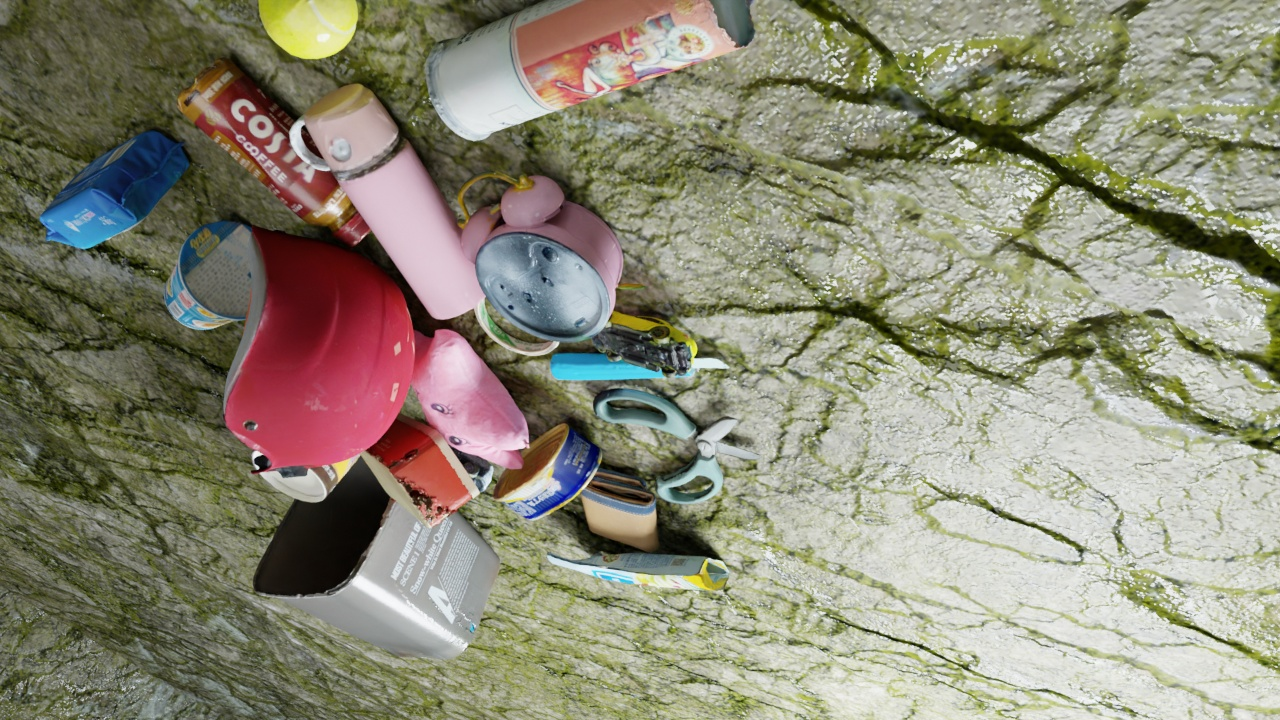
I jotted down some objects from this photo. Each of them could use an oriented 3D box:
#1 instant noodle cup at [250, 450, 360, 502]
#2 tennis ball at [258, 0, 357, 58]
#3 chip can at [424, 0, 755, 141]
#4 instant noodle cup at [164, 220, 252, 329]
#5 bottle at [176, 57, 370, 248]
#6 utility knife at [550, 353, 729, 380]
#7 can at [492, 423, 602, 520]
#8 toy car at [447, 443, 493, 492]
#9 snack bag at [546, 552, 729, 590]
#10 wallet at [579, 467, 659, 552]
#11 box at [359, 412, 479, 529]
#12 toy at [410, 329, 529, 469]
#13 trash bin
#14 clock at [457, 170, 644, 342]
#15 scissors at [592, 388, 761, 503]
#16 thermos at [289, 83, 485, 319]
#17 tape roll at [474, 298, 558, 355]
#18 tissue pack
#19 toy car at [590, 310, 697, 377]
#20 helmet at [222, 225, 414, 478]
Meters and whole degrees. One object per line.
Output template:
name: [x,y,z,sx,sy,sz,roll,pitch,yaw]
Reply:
instant noodle cup: [-0.366,0.087,1.037,0.118,0.114,0.119,15,139,13]
tennis ball: [-0.233,-0.246,0.644,0.065,0.065,0.066,14,139,13]
chip can: [-0.036,-0.203,0.587,0.215,0.071,0.071,-8,130,33]
instant noodle cup: [-0.422,-0.075,0.912,0.110,0.099,0.099,-16,126,46]
bottle: [-0.297,-0.168,0.768,0.058,0.057,0.175,-24,120,42]
utility knife: [-0.005,0.005,0.837,0.179,0.018,0.034,0,148,26]
can: [-0.099,0.120,0.966,0.049,0.074,0.149,36,139,-17]
toy car: [-0.207,0.113,1.046,0.090,0.034,0.043,33,147,13]
snack bag: [-0.003,0.238,1.051,0.191,0.039,0.110,-1,173,26]
wallet: [-0.022,0.164,1.003,0.090,0.033,0.115,15,144,16]
box: [-0.245,0.118,0.962,0.168,0.077,0.091,10,133,59]
toy: [-0.171,0.037,0.905,0.179,0.074,0.195,26,148,33]
trash bin: [-0.309,0.251,1.137,0.199,0.198,0.220,-10,135,35]
clock: [-0.083,-0.088,0.745,0.158,0.059,0.117,43,138,-22]
scissors: [0.024,0.079,0.903,0.179,0.019,0.171,31,141,-5]
thermos: [-0.205,-0.125,0.757,0.087,0.067,0.199,-14,129,21]
tape roll: [-0.112,-0.039,0.847,0.086,0.013,0.086,14,139,13]
tissue pack: [-0.490,-0.155,0.854,0.157,0.094,0.052,-10,135,35]
toy car: [0.001,-0.019,0.798,0.105,0.032,0.048,15,141,30]
helmet: [-0.279,0.002,0.834,0.144,0.206,0.241,3,156,-12]
